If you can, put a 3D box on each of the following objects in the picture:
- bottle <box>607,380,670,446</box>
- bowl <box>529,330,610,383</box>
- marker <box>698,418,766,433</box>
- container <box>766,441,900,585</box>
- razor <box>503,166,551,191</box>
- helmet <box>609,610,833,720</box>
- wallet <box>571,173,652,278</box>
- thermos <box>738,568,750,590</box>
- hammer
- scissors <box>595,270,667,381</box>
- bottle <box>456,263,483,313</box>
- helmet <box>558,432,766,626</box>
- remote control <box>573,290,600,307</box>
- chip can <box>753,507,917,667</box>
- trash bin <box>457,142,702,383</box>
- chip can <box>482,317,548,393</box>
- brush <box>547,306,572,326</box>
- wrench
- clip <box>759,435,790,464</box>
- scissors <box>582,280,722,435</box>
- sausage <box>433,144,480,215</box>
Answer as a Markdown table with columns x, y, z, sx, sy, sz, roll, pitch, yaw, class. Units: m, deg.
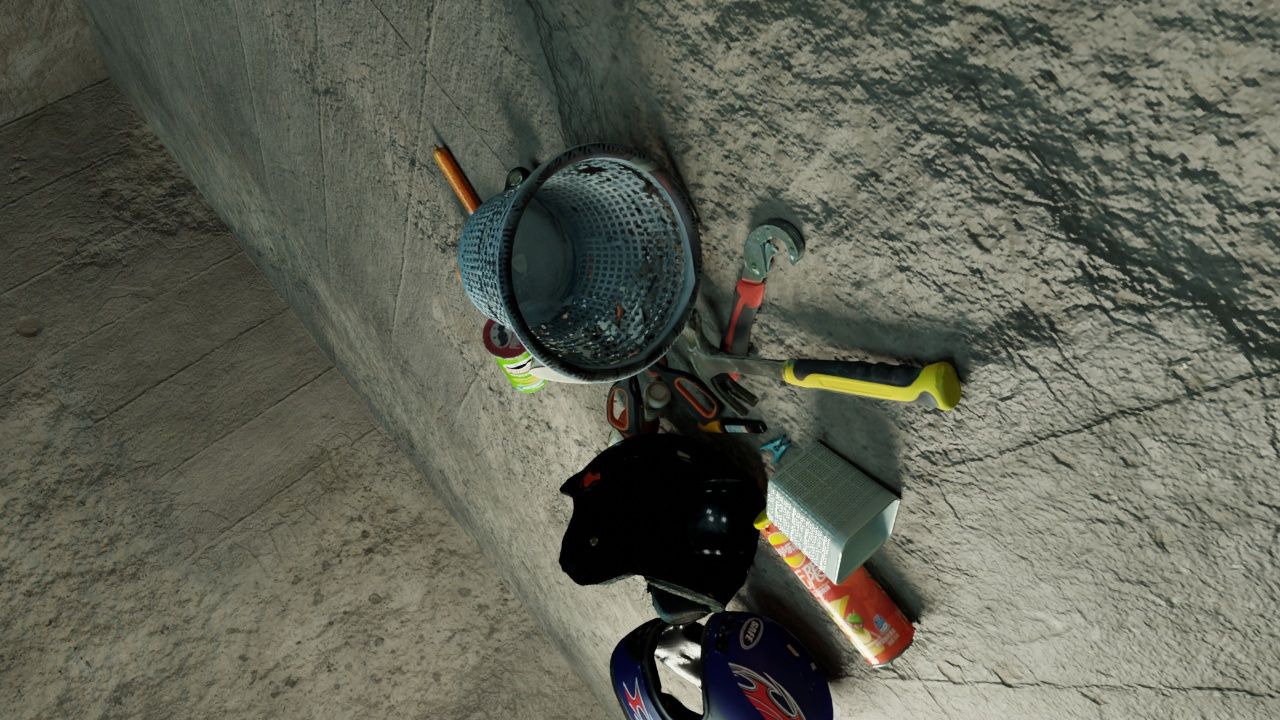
| x | y | z | sx | sy | sz | roll | pitch | yaw | class |
| --- | --- | --- | --- | --- | --- | --- | --- | --- | --- |
| 0.001 | 0.082 | 1.254 | 0.060 | 0.059 | 0.207 | 48 | 154 | 10 | bottle |
| -0.095 | -0.007 | 1.275 | 0.114 | 0.113 | 0.062 | 155 | 122 | -66 | bowl |
| 0.111 | 0.079 | 1.109 | 0.124 | 0.015 | 0.018 | -3 | 123 | 59 | marker |
| 0.198 | 0.157 | 0.971 | 0.111 | 0.090 | 0.090 | 41 | 153 | 32 | container |
| -0.135 | -0.168 | 1.156 | 0.062 | 0.067 | 0.168 | 48 | 164 | 30 | razor |
| 0.136 | 0.482 | 1.331 | 0.315 | 0.246 | 0.241 | 48 | 117 | -2 | helmet |
| -0.045 | -0.143 | 1.048 | 0.101 | 0.032 | 0.125 | 49 | 146 | 8 | wallet |
| 0.061 | 0.270 | 1.386 | 0.243 | 0.068 | 0.090 | 27 | 140 | 45 | thermos |
| 0.161 | 0.013 | 0.884 | 0.324 | 0.031 | 0.126 | 8 | 133 | 52 | hammer |
| -0.013 | -0.057 | 1.142 | 0.189 | 0.015 | 0.226 | 16 | 136 | 53 | scissors |
| -0.225 | -0.109 | 1.337 | 0.149 | 0.066 | 0.067 | -120 | 12 | -48 | bottle |
| 0.026 | 0.202 | 1.172 | 0.275 | 0.230 | 0.233 | 36 | 176 | 43 | helmet |
| -0.111 | -0.102 | 1.186 | 0.125 | 0.024 | 0.049 | 23 | 160 | 4 | remote control |
| 0.225 | 0.251 | 1.067 | 0.216 | 0.073 | 0.073 | 52 | 156 | 2 | chip can |
| -0.083 | -0.103 | 0.943 | 0.195 | 0.226 | 0.227 | 14 | 136 | 55 | trash bin |
| -0.179 | -0.009 | 1.364 | 0.072 | 0.072 | 0.236 | 48 | 171 | 11 | chip can |
| -0.148 | -0.104 | 1.260 | 0.145 | 0.063 | 0.073 | 43 | 147 | 18 | brush |
| 0.110 | -0.053 | 0.928 | 0.056 | 0.016 | 0.274 | 45 | 154 | 17 | wrench |
| 0.157 | 0.101 | 1.056 | 0.038 | 0.013 | 0.055 | 49 | 157 | 7 | clip |
| 0.008 | 0.008 | 1.113 | 0.229 | 0.021 | 0.221 | 25 | 129 | 4 | scissors |
| -0.248 | -0.235 | 1.308 | 0.165 | 0.021 | 0.021 | 60 | 155 | -15 | sausage |
